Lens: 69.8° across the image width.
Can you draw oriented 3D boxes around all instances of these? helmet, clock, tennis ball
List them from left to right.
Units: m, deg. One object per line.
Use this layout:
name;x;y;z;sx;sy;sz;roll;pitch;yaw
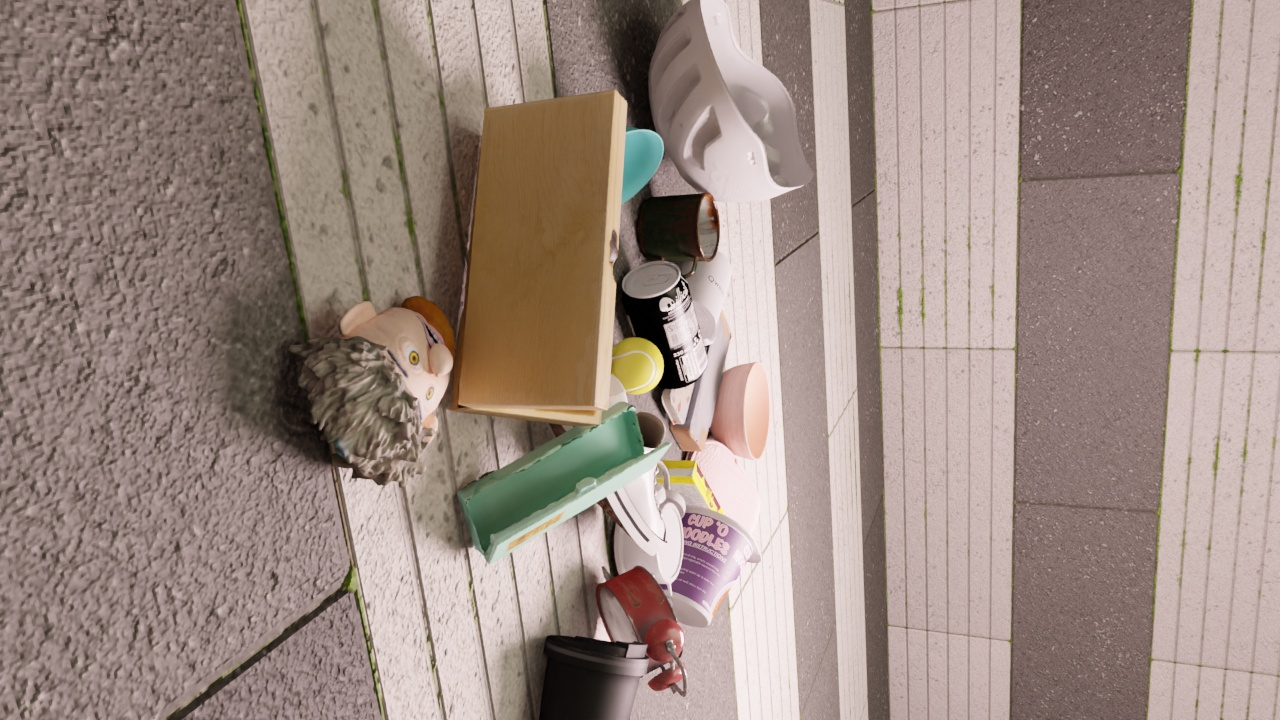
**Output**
tennis ball;-0.006;0.006;1.046;0.065;0.065;0.065;2;90;-67
clock;0.011;0.200;1.115;0.120;0.061;0.159;39;51;-61
clock;0.013;0.293;0.994;0.061;0.157;0.110;-20;127;-23
helmet;0.106;-0.313;1.128;0.282;0.184;0.224;55;17;-68

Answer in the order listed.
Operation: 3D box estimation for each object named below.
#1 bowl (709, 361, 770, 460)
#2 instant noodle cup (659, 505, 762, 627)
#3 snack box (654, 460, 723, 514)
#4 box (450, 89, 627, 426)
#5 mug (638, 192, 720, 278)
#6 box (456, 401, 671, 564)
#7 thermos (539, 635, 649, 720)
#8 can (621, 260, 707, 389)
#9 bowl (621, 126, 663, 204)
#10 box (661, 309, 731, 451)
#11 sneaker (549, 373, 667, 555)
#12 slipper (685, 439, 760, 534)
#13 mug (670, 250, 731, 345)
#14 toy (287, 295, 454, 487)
bowl;0.142;0.075;1.383;0.152;0.076;0.153;1;90;-68
instant noodle cup;0.081;0.280;1.206;0.137;0.122;0.121;35;58;-9
snack box;0.063;0.178;1.223;0.149;0.061;0.025;61;36;-50
box;-0.081;-0.078;0.762;0.185;0.141;0.248;141;-47;-76
mug;0.045;-0.151;1.137;0.085;0.081;0.110;44;52;-60
box;-0.057;0.117;0.812;0.188;0.080;0.077;-27;122;-29
thermos;-0.062;0.380;0.903;0.106;0.106;0.218;34;65;-63
can;0.030;-0.041;1.108;0.080;0.080;0.146;-65;147;-43
bowl;-0.039;-0.208;0.951;0.046;0.121;0.121;55;14;20
box;0.076;0.003;1.281;0.151;0.043;0.215;57;41;-46
sneaker;-0.013;0.103;0.961;0.097;0.091;0.245;-37;130;-14
slipper;0.120;0.197;1.360;0.221;0.056;0.106;46;55;-45
mug;0.075;-0.076;1.203;0.119;0.083;0.096;58;39;-40
toy;-0.172;0.012;0.656;0.175;0.076;0.133;-70;152;-53
